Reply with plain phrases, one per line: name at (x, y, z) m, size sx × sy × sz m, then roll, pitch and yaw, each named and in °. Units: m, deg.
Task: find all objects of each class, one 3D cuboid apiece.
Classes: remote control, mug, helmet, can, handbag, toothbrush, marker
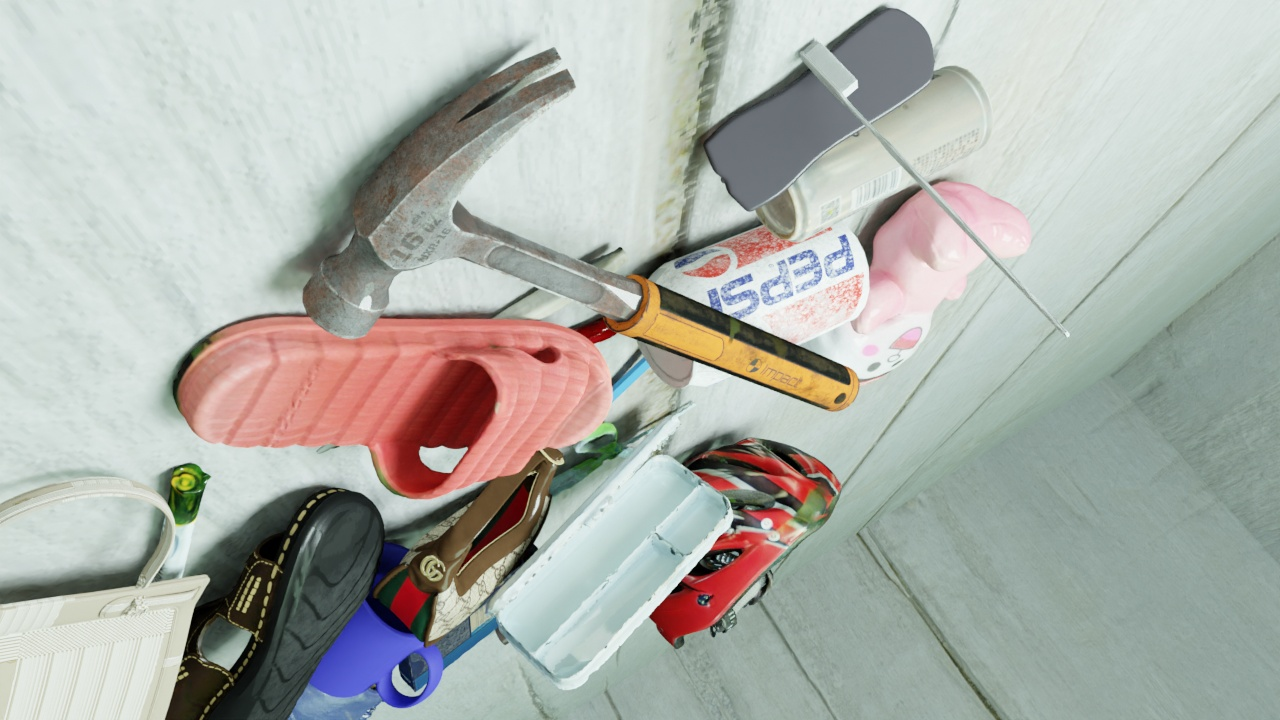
remote control at (0.091, -0.127, 0.461) m, size 0.124 × 0.046 × 0.009 m, roll -36°, pitch -162°, yaw 4°
mug at (-0.190, 0.202, 0.670) m, size 0.084 × 0.111 × 0.079 m, roll -42°, pitch 170°, yaw 21°
helmet at (0.090, 0.177, 0.939) m, size 0.216 × 0.167 × 0.273 m, roll -35°, pitch 172°, yaw -41°
can at (0.128, -0.116, 0.515) m, size 0.135 × 0.054 × 0.054 m, roll -28°, pitch 159°, yaw -15°
handbag at (-0.293, 0.124, 0.437) m, size 0.175 × 0.062 × 0.198 m, roll 5°, pitch 129°, yaw -54°
toothbrush at (-0.004, 0.004, 0.651) m, size 0.016 × 0.014 × 0.167 m, roll -8°, pitch 152°, yaw -49°
can at (0.068, -0.038, 0.564) m, size 0.136 × 0.078 × 0.078 m, roll -24°, pitch 157°, yaw -25°
toothbrush at (0.134, -0.082, 0.419) m, size 0.010 × 0.181 × 0.010 m, roll -40°, pitch 164°, yaw 7°
marker at (-0.249, 0.100, 0.491) m, size 0.017 × 0.017 × 0.147 m, roll -14°, pitch 152°, yaw -41°
handbag at (-0.108, 0.118, 0.645) m, size 0.139 × 0.063 × 0.166 m, roll -53°, pitch 171°, yaw 27°

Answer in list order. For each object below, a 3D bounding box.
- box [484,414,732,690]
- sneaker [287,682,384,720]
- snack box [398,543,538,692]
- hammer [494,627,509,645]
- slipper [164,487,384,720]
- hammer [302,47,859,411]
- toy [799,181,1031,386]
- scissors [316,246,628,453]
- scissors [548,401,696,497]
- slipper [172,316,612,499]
box at (-0.029, 0.131, 0.705) m, size 0.215 × 0.107 × 0.125 m, roll -43°, pitch 146°, yaw -26°
sneaker at (-0.257, 0.288, 0.806) m, size 0.118 × 0.091 × 0.233 m, roll -35°, pitch 151°, yaw -4°
snack box at (-0.156, 0.231, 0.842) m, size 0.149 × 0.027 × 0.082 m, roll -32°, pitch 148°, yaw -34°
hammer at (-0.158, 0.265, 0.971) m, size 0.115 × 0.033 × 0.323 m, roll -34°, pitch 159°, yaw 5°
slipper at (-0.247, 0.175, 0.587) m, size 0.268 × 0.076 × 0.112 m, roll -58°, pitch 169°, yaw 23°
hammer at (0.017, -0.030, 0.442) m, size 0.314 × 0.035 × 0.138 m, roll 19°, pitch 124°, yaw -42°
toy at (0.193, -0.047, 0.722) m, size 0.141 × 0.084 × 0.214 m, roll -12°, pitch 149°, yaw -39°
scissors at (-0.082, -0.005, 0.510) m, size 0.180 × 0.015 × 0.187 m, roll -43°, pitch 157°, yaw 26°
scissors at (-0.029, 0.079, 0.778) m, size 0.168 × 0.023 × 0.171 m, roll -42°, pitch 158°, yaw 8°
slipper at (-0.099, 0.029, 0.464) m, size 0.248 × 0.059 × 0.104 m, roll 8°, pitch 134°, yaw -49°
